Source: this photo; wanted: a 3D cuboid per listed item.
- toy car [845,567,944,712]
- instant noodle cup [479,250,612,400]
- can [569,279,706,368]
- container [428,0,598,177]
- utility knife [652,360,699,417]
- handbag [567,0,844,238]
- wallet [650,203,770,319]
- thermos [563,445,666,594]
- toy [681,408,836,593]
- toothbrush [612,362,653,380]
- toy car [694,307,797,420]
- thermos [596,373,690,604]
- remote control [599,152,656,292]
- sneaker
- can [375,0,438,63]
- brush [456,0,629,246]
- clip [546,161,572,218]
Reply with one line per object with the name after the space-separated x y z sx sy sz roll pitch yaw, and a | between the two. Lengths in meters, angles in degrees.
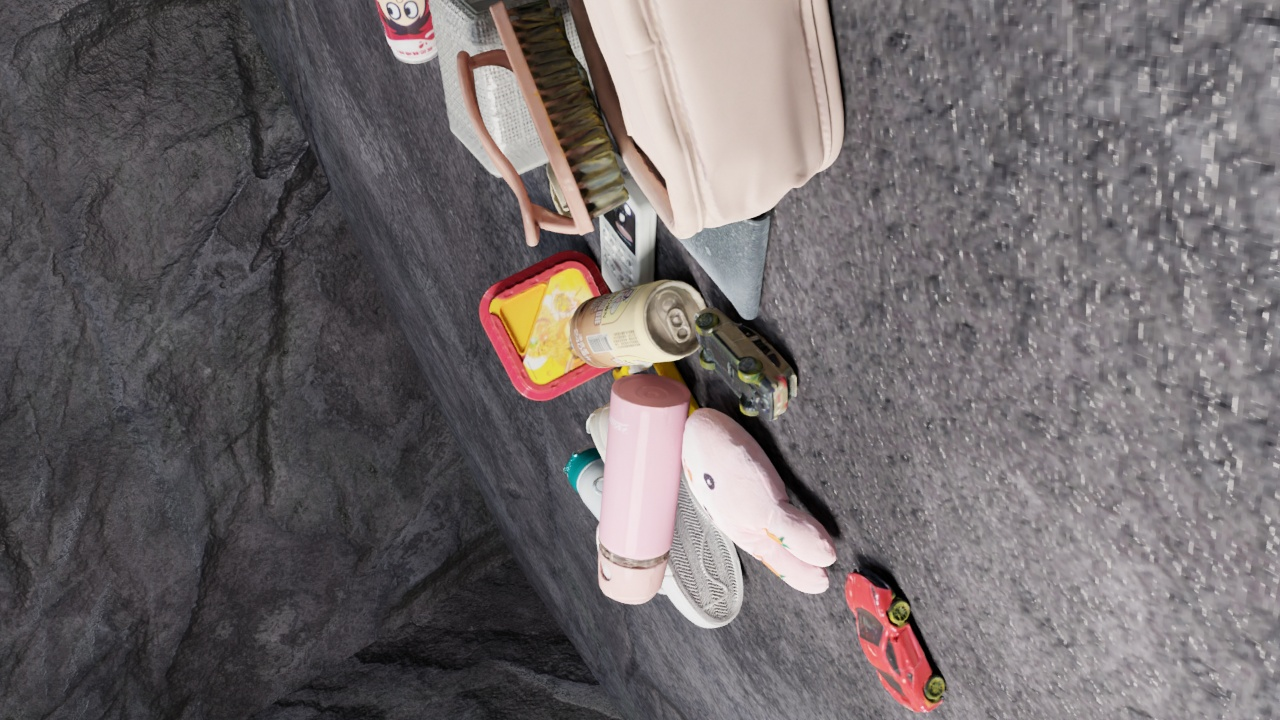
0.170 0.191 0.629 0.106 0.031 0.049 66 162 -10 | toy car
-0.082 -0.034 0.869 0.116 0.116 0.124 63 175 -7 | instant noodle cup
-0.004 -0.026 0.692 0.116 0.058 0.058 -7 112 59 | can
-0.086 -0.206 0.628 0.090 0.090 0.114 48 156 36 | container
0.021 0.010 0.785 0.154 0.015 0.033 60 161 2 | utility knife
-0.003 -0.183 0.459 0.234 0.093 0.193 48 161 58 | handbag
0.038 -0.094 0.569 0.121 0.019 0.097 53 163 28 | wallet
-0.015 0.178 1.079 0.224 0.073 0.073 42 155 47 | thermos
0.086 0.107 0.699 0.159 0.054 0.121 45 157 32 | toy
-0.005 0.005 0.819 0.016 0.018 0.191 64 169 1 | toothbrush
0.066 -0.001 0.606 0.090 0.035 0.042 48 157 38 | toy car
-0.005 0.109 0.789 0.087 0.067 0.199 38 130 49 | thermos
-0.012 -0.091 0.706 0.058 0.021 0.150 52 162 25 | remote control
0.015 0.149 0.887 0.091 0.089 0.242 -16 100 52 | sneaker
-0.218 -0.341 0.839 0.053 0.053 0.133 52 161 28 | can
-0.057 -0.133 0.530 0.063 0.073 0.145 72 177 -69 | brush
-0.062 -0.150 0.735 0.104 0.035 0.084 61 173 31 | clip
